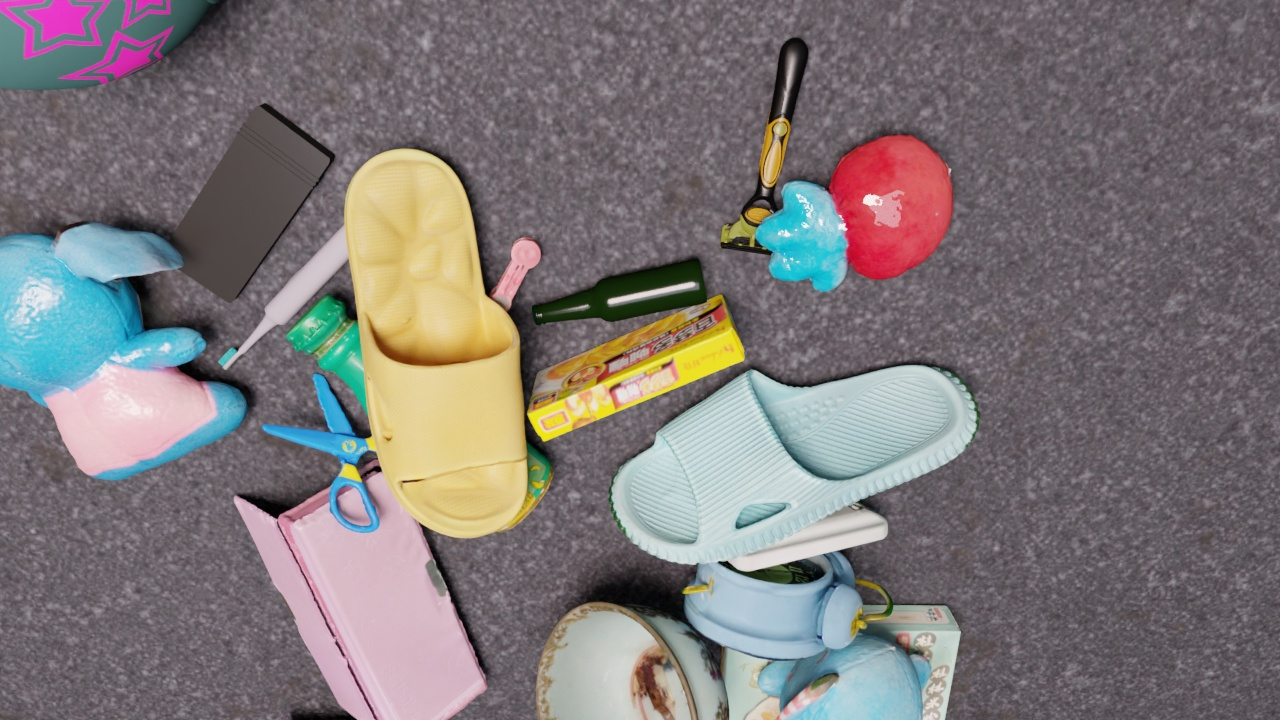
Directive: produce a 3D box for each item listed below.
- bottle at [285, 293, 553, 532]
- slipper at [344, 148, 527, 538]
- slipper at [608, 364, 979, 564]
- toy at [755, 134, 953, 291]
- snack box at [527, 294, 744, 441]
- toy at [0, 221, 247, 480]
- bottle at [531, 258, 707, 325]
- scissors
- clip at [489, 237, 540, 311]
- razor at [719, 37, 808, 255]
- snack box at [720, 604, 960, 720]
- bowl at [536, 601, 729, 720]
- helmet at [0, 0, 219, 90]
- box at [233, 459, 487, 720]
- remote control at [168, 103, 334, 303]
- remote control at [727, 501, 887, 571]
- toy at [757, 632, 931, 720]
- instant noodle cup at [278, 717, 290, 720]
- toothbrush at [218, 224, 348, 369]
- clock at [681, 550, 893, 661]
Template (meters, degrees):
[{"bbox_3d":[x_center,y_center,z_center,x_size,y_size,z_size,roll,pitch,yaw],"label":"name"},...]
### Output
[{"bbox_3d":[-0.158,0.037,0.663,0.068,0.068,0.209,-41,109,16],"label":"bottle"},{"bbox_3d":[-0.130,-0.007,0.595,0.099,0.078,0.263,-12,96,-23],"label":"slipper"},{"bbox_3d":[0.106,0.063,0.657,0.276,0.115,0.069,-20,145,4],"label":"slipper"},{"bbox_3d":[0.145,-0.094,0.614,0.133,0.062,0.092,-20,106,12],"label":"toy"},{"bbox_3d":[-0.004,0.004,0.647,0.152,0.075,0.025,-23,111,9],"label":"snack box"},{"bbox_3d":[-0.390,0.004,0.633,0.224,0.098,0.191,-21,120,16],"label":"toy"},{"bbox_3d":[-0.016,-0.044,0.648,0.123,0.033,0.033,-11,114,5],"label":"bottle"},{"bbox_3d":[-0.208,0.063,0.680,0.123,0.016,0.125,-23,84,-33],"label":"scissors"},{"bbox_3d":[-0.090,-0.057,0.640,0.023,0.045,0.060,28,125,-17],"label":"clip"},{"bbox_3d":[0.088,-0.141,0.614,0.044,0.021,0.144,8,112,-5],"label":"razor"},{"bbox_3d":[0.165,0.279,0.791,0.193,0.044,0.142,1,112,-1],"label":"snack box"},{"bbox_3d":[0.008,0.257,0.692,0.093,0.160,0.160,4,122,-48],"label":"bowl"},{"bbox_3d":[-0.287,-0.271,0.449,0.176,0.199,0.276,34,127,6],"label":"helmet"},{"bbox_3d":[-0.228,0.193,0.755,0.106,0.116,0.233,-33,119,-31],"label":"box"},{"bbox_3d":[-0.269,-0.105,0.626,0.058,0.013,0.134,38,109,-16],"label":"remote control"},{"bbox_3d":[0.123,0.130,0.699,0.133,0.050,0.022,-8,107,-22],"label":"remote control"},{"bbox_3d":[0.141,0.280,0.717,0.183,0.115,0.181,8,125,-46],"label":"toy"},{"bbox_3d":[-0.243,0.358,0.785,0.122,0.121,0.137,-6,142,-9],"label":"instant noodle cup"},{"bbox_3d":[-0.237,-0.054,0.647,0.188,0.018,0.019,-41,103,16],"label":"toothbrush"},{"bbox_3d":[0.111,0.180,0.707,0.162,0.118,0.060,8,102,1],"label":"clock"}]
